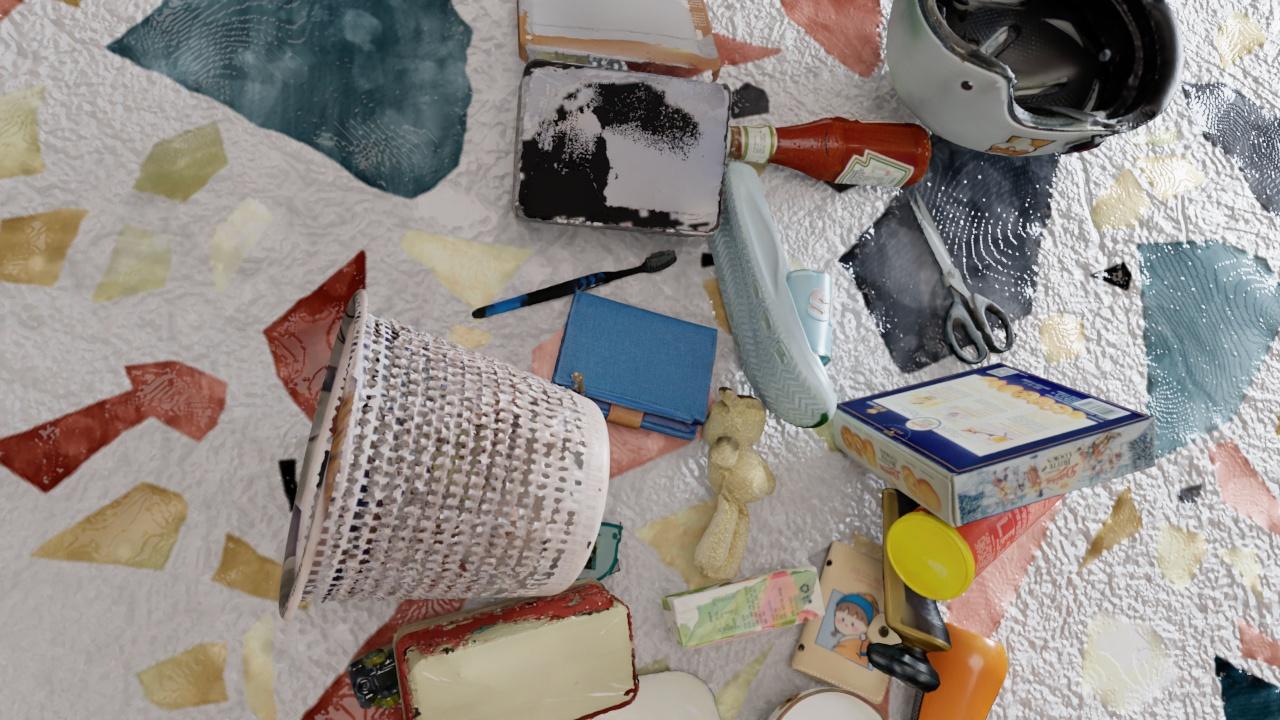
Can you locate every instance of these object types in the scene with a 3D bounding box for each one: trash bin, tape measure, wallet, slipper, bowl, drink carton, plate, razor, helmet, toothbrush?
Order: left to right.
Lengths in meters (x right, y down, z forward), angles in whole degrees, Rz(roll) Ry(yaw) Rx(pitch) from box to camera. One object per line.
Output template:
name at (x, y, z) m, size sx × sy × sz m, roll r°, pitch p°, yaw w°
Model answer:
trash bin at (-0.136, 0.081, 0.657) m, size 0.192 × 0.228 × 0.227 m, roll 14°, pitch 75°, yaw -22°
toothbrush at (-0.055, -0.066, 0.796) m, size 0.189 × 0.016 × 0.014 m, roll -17°, pitch 74°, yaw -14°
tape measure at (-0.044, 0.154, 0.744) m, size 0.058 × 0.025 × 0.054 m, roll 9°, pitch 75°, yaw -9°
plate at (-0.010, 0.315, 0.679) m, size 0.163 × 0.034 × 0.164 m, roll -8°, pitch 39°, yaw -8°
wallet at (-0.005, 0.005, 0.779) m, size 0.133 × 0.040 × 0.106 m, roll 15°, pitch 67°, yaw -8°
drink carton at (0.083, 0.201, 0.746) m, size 0.122 × 0.054 × 0.045 m, roll -10°, pitch 81°, yaw -13°
slipper at (0.118, -0.058, 0.789) m, size 0.074 × 0.104 × 0.245 m, roll -11°, pitch 74°, yaw -16°
bowl at (0.142, 0.316, 0.728) m, size 0.113 × 0.062 × 0.113 m, roll 2°, pitch 78°, yaw -10°
wallet at (0.184, 0.223, 0.778) m, size 0.087 × 0.024 × 0.115 m, roll 25°, pitch 69°, yaw -2°
razor at (0.217, 0.186, 0.761) m, size 0.068 × 0.062 × 0.167 m, roll -12°, pitch 60°, yaw 27°
helmet at (0.342, -0.285, 0.854) m, size 0.273 × 0.157 × 0.229 m, roll 1°, pitch 76°, yaw -23°

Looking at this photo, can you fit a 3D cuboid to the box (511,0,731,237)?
box at (-0.020, -0.232, 0.793) m, size 0.179 × 0.126 × 0.273 m, roll 3°, pitch 72°, yaw -11°

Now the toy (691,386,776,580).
toy at (0.073, 0.102, 0.759) m, size 0.105 × 0.066 × 0.157 m, roll 33°, pitch 60°, yaw -46°

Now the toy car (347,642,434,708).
toy car at (-0.173, 0.226, 0.693) m, size 0.090 × 0.035 × 0.042 m, roll -19°, pitch 102°, yaw -20°

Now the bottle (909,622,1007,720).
bottle at (0.253, 0.296, 0.759) m, size 0.067 × 0.067 × 0.149 m, roll 23°, pitch 82°, yaw -6°

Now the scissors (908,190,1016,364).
scissors at (0.289, -0.077, 0.871) m, size 0.175 × 0.014 × 0.135 m, roll 35°, pitch 72°, yaw -3°

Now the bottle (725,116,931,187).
bottle at (0.163, -0.196, 0.849) m, size 0.206 × 0.060 × 0.059 m, roll 2°, pitch 77°, yaw -11°

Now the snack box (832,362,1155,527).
snack box at (0.280, 0.060, 0.754) m, size 0.182 × 0.178 × 0.046 m, roll -13°, pitch 108°, yaw -14°

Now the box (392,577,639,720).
box at (-0.087, 0.224, 0.668) m, size 0.168 × 0.080 × 0.091 m, roll -10°, pitch 98°, yaw -24°

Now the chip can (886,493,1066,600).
chip can at (0.294, 0.117, 0.762) m, size 0.216 × 0.073 × 0.073 m, roll -24°, pitch 83°, yaw -37°
